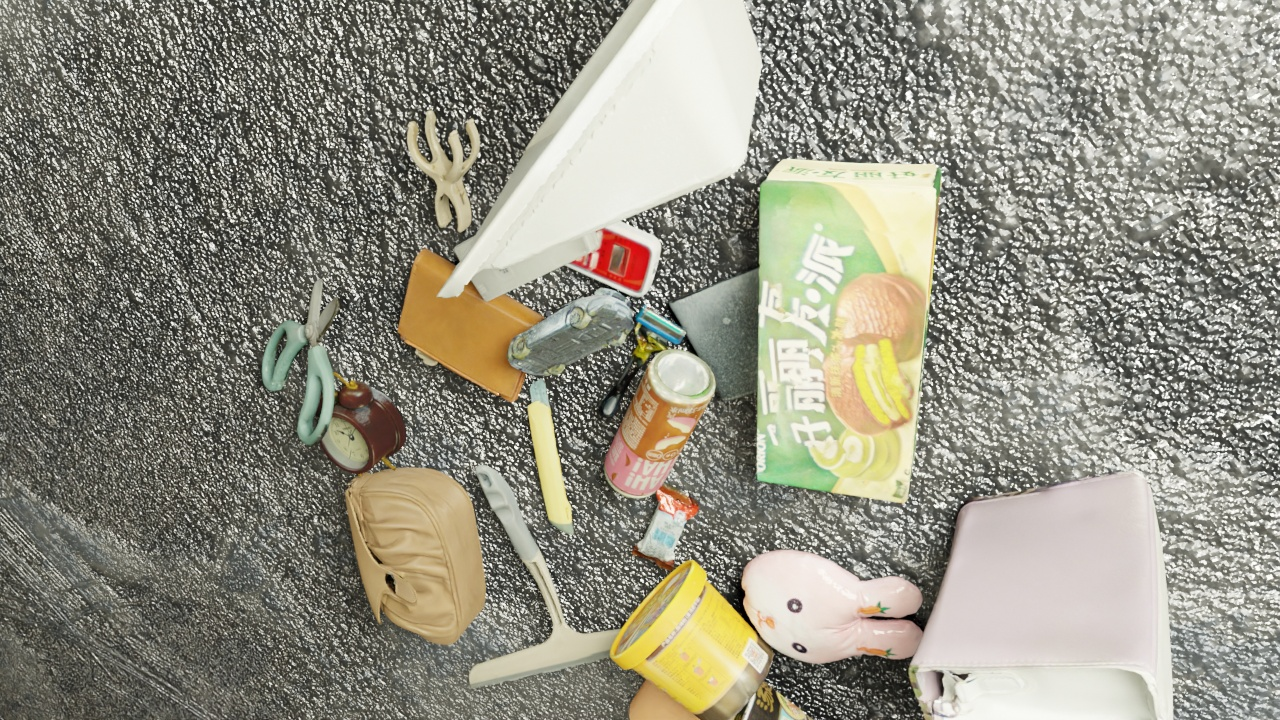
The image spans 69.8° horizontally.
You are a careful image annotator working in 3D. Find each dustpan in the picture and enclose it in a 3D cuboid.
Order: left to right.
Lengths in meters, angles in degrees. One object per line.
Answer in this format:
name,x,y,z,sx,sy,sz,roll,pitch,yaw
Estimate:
dustpan,-0.021,-0.186,0.565,0.258,0.222,0.143,-14,123,22

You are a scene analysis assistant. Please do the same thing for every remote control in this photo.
remote control,-0.095,-0.094,0.754,0.135,0.019,0.056,-20,106,39
remote control,-0.049,-0.099,0.752,0.136,0.020,0.056,25,128,12

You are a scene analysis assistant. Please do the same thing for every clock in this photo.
clock,-0.300,0.064,0.964,0.082,0.055,0.122,-12,111,33

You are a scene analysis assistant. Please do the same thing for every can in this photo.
can,0.014,0.056,0.779,0.058,0.057,0.148,32,137,7

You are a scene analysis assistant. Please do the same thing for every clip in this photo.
clip,-0.150,-0.157,0.763,0.089,0.034,0.104,-3,122,30

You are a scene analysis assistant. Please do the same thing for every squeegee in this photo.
squeegee,-0.117,0.213,0.970,0.247,0.039,0.246,-18,104,17

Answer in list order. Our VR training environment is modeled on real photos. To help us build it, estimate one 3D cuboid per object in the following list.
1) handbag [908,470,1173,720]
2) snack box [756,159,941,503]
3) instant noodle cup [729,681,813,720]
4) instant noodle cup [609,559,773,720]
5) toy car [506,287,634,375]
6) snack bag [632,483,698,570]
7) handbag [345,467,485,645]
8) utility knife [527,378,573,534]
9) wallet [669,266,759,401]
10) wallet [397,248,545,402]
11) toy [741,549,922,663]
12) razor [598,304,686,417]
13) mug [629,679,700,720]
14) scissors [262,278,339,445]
handbag,0.279,0.172,0.631,0.145,0.196,0.098,-5,115,31
snack box,0.146,-0.018,0.657,0.114,0.063,0.240,7,118,19
instant noodle cup,0.132,0.381,0.907,0.120,0.111,0.111,31,129,-3
instant noodle cup,0.052,0.269,0.861,0.114,0.118,0.119,41,129,0
toy car,-0.061,-0.023,0.785,0.121,0.036,0.054,-28,146,31
snack bag,0.023,0.161,0.870,0.045,0.026,0.106,22,128,4
handbag,-0.249,0.216,1.002,0.148,0.099,0.205,10,120,24
utility knife,-0.090,0.097,0.897,0.031,0.019,0.175,3,121,22
wallet,0.093,-0.025,0.725,0.121,0.019,0.097,-20,107,33
wallet,-0.159,-0.029,0.848,0.132,0.031,0.108,30,125,9
toy,0.168,0.221,0.815,0.160,0.054,0.121,0,119,23
razor,-0.005,0.005,0.792,0.042,0.022,0.143,31,135,-1
mug,0.037,0.347,0.951,0.078,0.078,0.123,34,134,6
scissors,-0.337,0.010,0.937,0.175,0.019,0.176,-40,65,34
